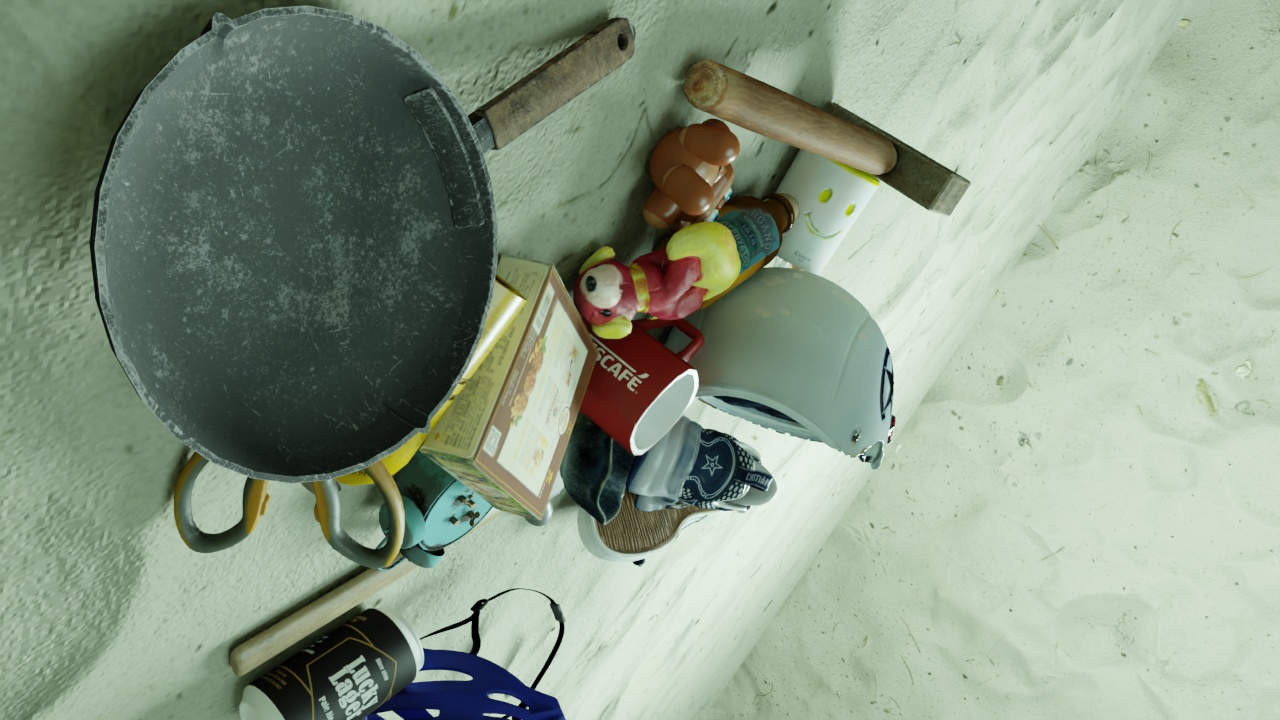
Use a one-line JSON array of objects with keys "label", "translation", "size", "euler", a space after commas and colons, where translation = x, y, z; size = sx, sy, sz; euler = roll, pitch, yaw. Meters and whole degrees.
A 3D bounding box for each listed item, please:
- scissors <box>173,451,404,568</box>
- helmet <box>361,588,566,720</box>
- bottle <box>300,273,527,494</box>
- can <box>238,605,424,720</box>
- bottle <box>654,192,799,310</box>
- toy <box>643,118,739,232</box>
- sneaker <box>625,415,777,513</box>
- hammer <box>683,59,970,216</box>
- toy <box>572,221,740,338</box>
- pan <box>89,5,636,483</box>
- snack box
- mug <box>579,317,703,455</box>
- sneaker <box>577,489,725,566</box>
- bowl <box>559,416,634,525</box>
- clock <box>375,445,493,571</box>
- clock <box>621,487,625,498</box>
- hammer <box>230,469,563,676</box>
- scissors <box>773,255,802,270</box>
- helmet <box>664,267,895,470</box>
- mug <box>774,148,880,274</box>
[{"label": "scissors", "translation": [-0.172, 0.028, 0.487], "size": [0.016, 0.166, 0.226], "euler": [-100, -146, -62]}, {"label": "helmet", "translation": [-0.167, 0.308, 0.848], "size": [0.227, 0.242, 0.148], "euler": [-55, 131, -58]}, {"label": "bottle", "translation": [-0.143, 0.010, 0.540], "size": [0.164, 0.071, 0.071], "euler": [-53, 158, 3]}, {"label": "can", "translation": [-0.241, 0.254, 0.721], "size": [0.128, 0.072, 0.072], "euler": [-29, 149, -45]}, {"label": "bottle", "translation": [0.085, -0.107, 0.812], "size": [0.156, 0.068, 0.068], "euler": [-35, 153, -35]}, {"label": "toy", "translation": [0.045, -0.132, 0.704], "size": [0.095, 0.065, 0.127], "euler": [-54, 163, -2]}, {"label": "sneaker", "translation": [0.069, 0.114, 0.907], "size": [0.269, 0.132, 0.103], "euler": [66, 42, -76]}, {"label": "hammer", "translation": [0.138, -0.191, 0.746], "size": [0.300, 0.158, 0.037], "euler": [2, 124, -48]}, {"label": "toy", "translation": [0.013, -0.061, 0.706], "size": [0.137, 0.067, 0.106], "euler": [-18, 151, -15]}, {"label": "pan", "translation": [-0.105, -0.095, 0.455], "size": [0.355, 0.040, 0.208], "euler": [-50, 137, -38]}, {"label": "snack box", "translation": [-0.084, 0.024, 0.643], "size": [0.147, 0.041, 0.143], "euler": [65, 40, -64]}, {"label": "mug", "translation": [-0.005, 0.004, 0.767], "size": [0.116, 0.096, 0.080], "euler": [-45, 157, -16]}, {"label": "sneaker", "translation": [-0.005, 0.184, 1.078], "size": [0.127, 0.120, 0.294], "euler": [-25, 170, 27]}, {"label": "bowl", "translation": [-0.040, 0.089, 0.829], "size": [0.110, 0.055, 0.110], "euler": [13, 89, -78]}, {"label": "clock", "translation": [-0.155, 0.108, 0.691], "size": [0.124, 0.053, 0.090], "euler": [-43, 155, -22]}, {"label": "clock", "translation": [-0.029, 0.096, 0.928], "size": [0.091, 0.044, 0.123], "euler": [-29, 145, -51]}, {"label": "hammer", "translation": [-0.183, 0.157, 0.761], "size": [0.330, 0.031, 0.120], "euler": [-26, 146, -42]}, {"label": "scissors", "translation": [0.181, -0.147, 0.991], "size": [0.084, 0.012, 0.133], "euler": [-13, -133, 61]}, {"label": "helmet", "translation": [0.141, -0.001, 0.903], "size": [0.264, 0.237, 0.163], "euler": [32, 75, -69]}, {"label": "mug", "translation": [0.169, -0.149, 0.893], "size": [0.082, 0.082, 0.106], "euler": [-7, 132, -60]}]
